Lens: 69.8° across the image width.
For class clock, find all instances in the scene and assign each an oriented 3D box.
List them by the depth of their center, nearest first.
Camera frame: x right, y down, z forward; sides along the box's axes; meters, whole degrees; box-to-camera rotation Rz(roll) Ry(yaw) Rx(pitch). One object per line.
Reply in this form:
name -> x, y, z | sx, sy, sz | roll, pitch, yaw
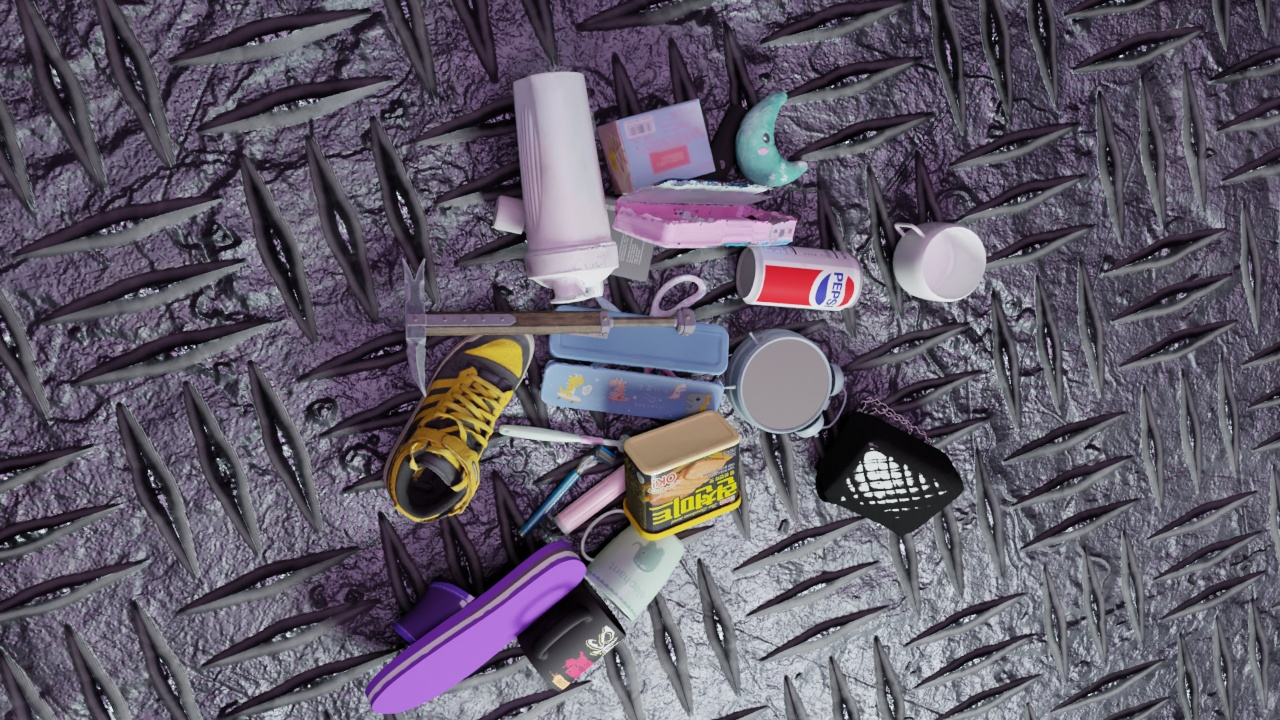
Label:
clock -> 0.177, 0.030, 1.097 | 0.159, 0.045, 0.122 | 25, 93, -17

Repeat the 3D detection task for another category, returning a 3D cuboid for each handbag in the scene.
handbag -> 0.297, 0.136, 1.142 | 0.153, 0.114, 0.125 | 24, 116, -21

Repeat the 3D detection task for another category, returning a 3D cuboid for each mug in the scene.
mug -> -0.082, 0.311, 1.045 | 0.098, 0.118, 0.082 | -39, 69, -6
mug -> -0.016, 0.226, 1.067 | 0.111, 0.084, 0.104 | 43, 76, 2
mug -> 0.351, -0.126, 1.103 | 0.115, 0.068, 0.094 | 41, 88, -18

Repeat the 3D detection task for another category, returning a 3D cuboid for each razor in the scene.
razor -> -0.090, 0.152, 1.062 | 0.144, 0.022, 0.042 | -45, 143, 1

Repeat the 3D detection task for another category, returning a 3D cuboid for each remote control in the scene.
remote control -> 0.086, -0.218, 1.042 | 0.033, 0.015, 0.147 | 25, 93, -18

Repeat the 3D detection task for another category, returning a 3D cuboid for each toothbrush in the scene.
toothbrush -> -0.086, 0.087, 1.053 | 0.154, 0.015, 0.022 | 8, 96, -16
toothbrush -> -0.006, 0.128, 1.076 | 0.222, 0.026, 0.027 | -36, 86, -6

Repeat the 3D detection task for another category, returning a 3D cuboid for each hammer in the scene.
hammer -> -0.091, -0.037, 0.984 | 0.316, 0.028, 0.147 | -1, 70, -14

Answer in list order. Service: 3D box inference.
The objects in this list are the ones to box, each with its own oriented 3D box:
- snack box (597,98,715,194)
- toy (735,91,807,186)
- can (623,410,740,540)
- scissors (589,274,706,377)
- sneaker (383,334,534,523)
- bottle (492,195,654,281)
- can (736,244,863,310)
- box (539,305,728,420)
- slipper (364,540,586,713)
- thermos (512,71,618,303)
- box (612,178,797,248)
snack box -> 0.015, -0.226, 0.980 | 0.093, 0.095, 0.079 | -18, 105, -12
toy -> 0.145, -0.243, 1.036 | 0.085, 0.033, 0.105 | -31, 121, -17
can -> 0.047, 0.128, 1.040 | 0.130, 0.072, 0.101 | -18, 128, -21
scissors -> 0.017, -0.028, 1.061 | 0.177, 0.013, 0.170 | -45, 105, -1
sneaker -> -0.188, 0.064, 0.965 | 0.086, 0.122, 0.238 | 33, 91, -20
bottle -> -0.072, -0.144, 0.997 | 0.173, 0.046, 0.084 | 10, 97, -17
can -> 0.183, -0.096, 1.062 | 0.132, 0.070, 0.070 | 3, 99, -16
box -> -0.004, 0.008, 1.034 | 0.209, 0.043, 0.125 | 7, 98, -11
slipper -> -0.192, 0.276, 1.023 | 0.266, 0.084, 0.107 | -37, 148, -5
thermos -> -0.075, -0.170, 0.919 | 0.099, 0.099, 0.220 | -8, 97, -14
box -> 0.074, -0.161, 0.956 | 0.229, 0.085, 0.071 | -10, 119, -48
